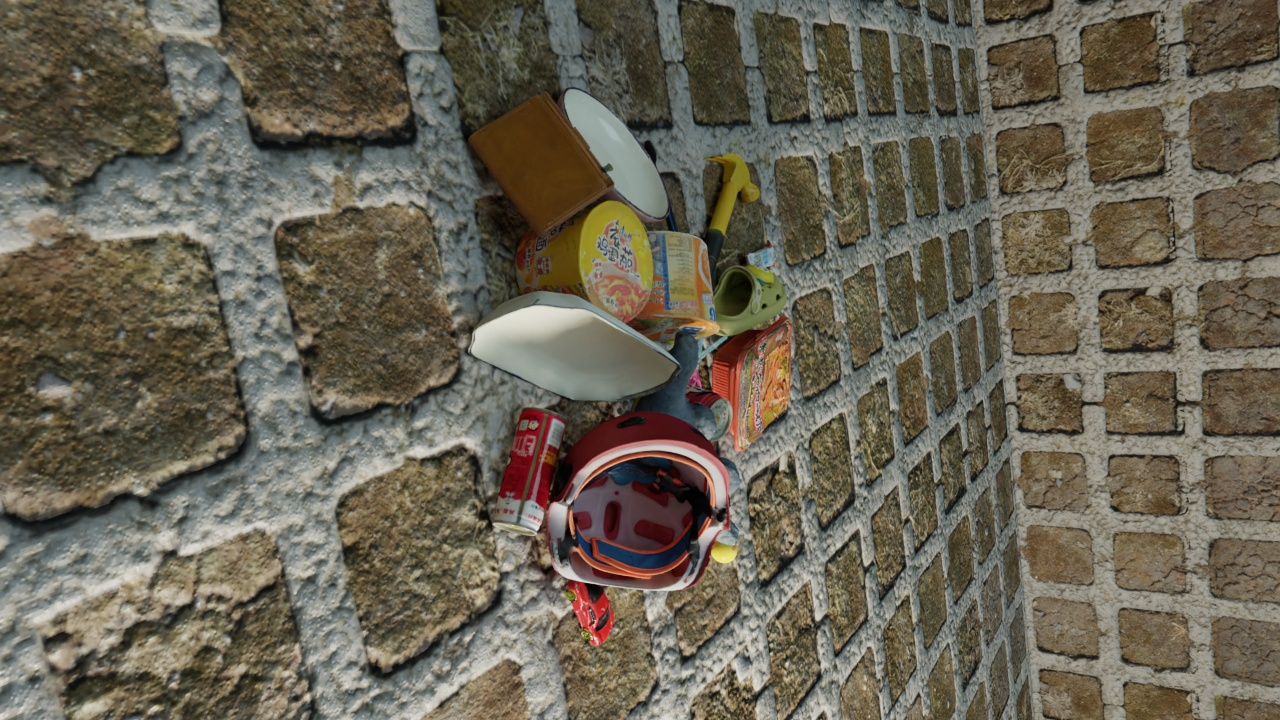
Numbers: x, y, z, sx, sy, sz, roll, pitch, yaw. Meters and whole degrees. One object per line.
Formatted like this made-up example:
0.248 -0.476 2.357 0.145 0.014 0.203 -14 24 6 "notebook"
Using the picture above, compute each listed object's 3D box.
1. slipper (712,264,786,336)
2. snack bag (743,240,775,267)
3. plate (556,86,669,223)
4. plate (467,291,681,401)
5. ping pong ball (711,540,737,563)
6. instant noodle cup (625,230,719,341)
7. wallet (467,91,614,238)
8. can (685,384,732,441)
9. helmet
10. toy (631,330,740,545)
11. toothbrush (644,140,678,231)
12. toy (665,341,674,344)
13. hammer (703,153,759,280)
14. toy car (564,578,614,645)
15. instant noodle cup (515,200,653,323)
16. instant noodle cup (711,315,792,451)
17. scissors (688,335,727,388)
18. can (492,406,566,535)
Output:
0.157 -0.100 1.379 0.190 0.092 0.082 -34 141 -45 "slipper"
0.197 -0.166 1.505 0.103 0.026 0.048 -34 110 -50 "snack bag"
-0.039 -0.240 1.108 0.192 0.039 0.192 41 28 -29 "plate"
-0.068 -0.014 1.009 0.265 0.162 0.034 29 51 -49 "plate"
0.124 0.281 1.367 0.040 0.040 0.040 4 85 -55 "ping pong ball"
0.023 -0.092 1.149 0.151 0.152 0.111 15 72 -54 "instant noodle cup"
-0.099 -0.216 0.987 0.119 0.035 0.130 -36 89 -16 "wallet"
0.070 0.068 1.240 0.066 0.094 0.066 -20 119 -43 "can"
-0.004 0.142 1.055 0.143 0.206 0.241 -104 -151 -54 "helmet"
0.049 0.124 1.184 0.091 0.138 0.357 -101 174 -57 "toy"
0.037 -0.219 1.290 0.016 0.014 0.190 -77 151 -62 "toothbrush"
0.032 -0.066 1.259 0.099 0.031 0.097 -24 110 -50 "toy"
0.112 -0.188 1.378 0.129 0.033 0.300 47 52 -43 "hammer"
-0.057 0.299 1.116 0.049 0.031 0.106 -43 125 -46 "toy car"
-0.068 -0.108 1.048 0.137 0.110 0.138 5 84 -56 "instant noodle cup"
0.167 0.027 1.387 0.188 0.079 0.165 -35 132 -49 "instant noodle cup"
0.077 0.007 1.301 0.133 0.017 0.130 -36 132 -23 "scissors"
-0.122 0.122 1.009 0.053 0.053 0.132 37 59 -48 "can"
